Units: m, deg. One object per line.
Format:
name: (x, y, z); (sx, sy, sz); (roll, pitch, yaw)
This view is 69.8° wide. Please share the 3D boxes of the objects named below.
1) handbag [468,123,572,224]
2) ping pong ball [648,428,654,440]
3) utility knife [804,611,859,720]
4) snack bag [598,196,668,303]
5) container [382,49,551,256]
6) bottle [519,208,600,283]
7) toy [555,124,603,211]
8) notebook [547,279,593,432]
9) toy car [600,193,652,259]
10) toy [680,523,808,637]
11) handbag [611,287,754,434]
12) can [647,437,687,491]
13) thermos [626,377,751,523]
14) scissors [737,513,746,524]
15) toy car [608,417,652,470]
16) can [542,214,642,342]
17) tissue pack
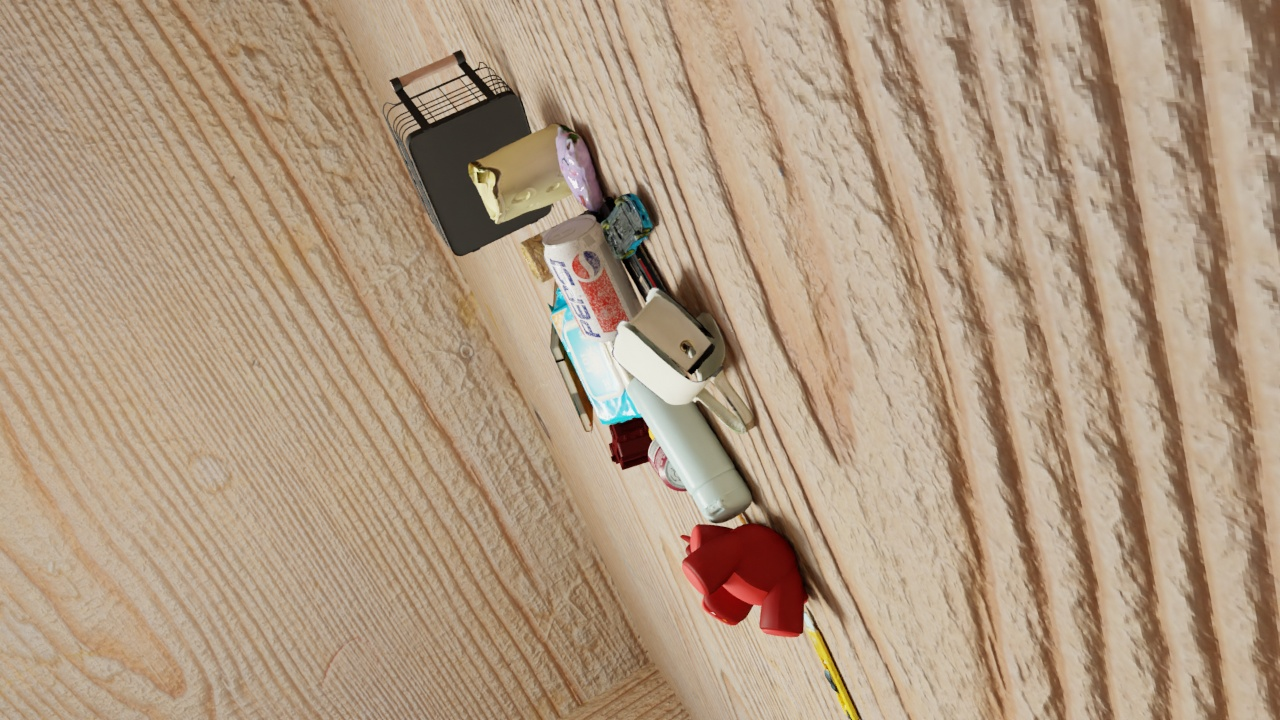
handbag: (-0.143, -0.228, 1.121); (0.081, 0.119, 0.111); (64, 168, -2)
ping pong ball: (0.032, 0.099, 1.296); (0.040, 0.040, 0.040); (57, 167, 21)
utility knife: (0.236, 0.382, 1.152); (0.030, 0.017, 0.175); (0, 115, 66)
snack bag: (-0.005, -0.109, 1.050); (0.155, 0.018, 0.075); (61, 169, 7)
container: (-0.243, -0.286, 1.292); (0.130, 0.162, 0.242); (52, 164, 40)
bottle: (-0.088, -0.140, 1.115); (0.056, 0.105, 0.056); (58, 167, 21)
toy: (-0.074, -0.220, 1.051); (0.080, 0.036, 0.100); (53, 167, 51)
notebook: (-0.105, -0.025, 1.413); (0.248, 0.014, 0.178); (-94, -13, -54)
toy car: (-0.011, -0.143, 0.972); (0.048, 0.032, 0.105); (62, 159, 6)
toy: (0.122, 0.259, 1.111); (0.158, 0.120, 0.197); (29, 168, 1)
handbag: (0.058, 0.008, 0.979); (0.176, 0.074, 0.151); (41, 166, 5)
can: (0.048, 0.133, 1.222); (0.063, 0.063, 0.114); (64, 175, -8)
thermos: (0.061, 0.103, 1.131); (0.206, 0.065, 0.077); (58, -156, 17)
scissors: (0.116, 0.187, 1.209); (0.131, 0.012, 0.074); (59, 168, 17)
toy car: (-0.013, 0.137, 1.486); (0.170, 0.070, 0.061); (95, 157, -68)
can: (-0.055, -0.094, 1.067); (0.078, 0.078, 0.136); (41, 160, 59)
tissue pack: (-0.044, -0.015, 1.238); (0.117, 0.065, 0.209); (-19, 97, 51)
